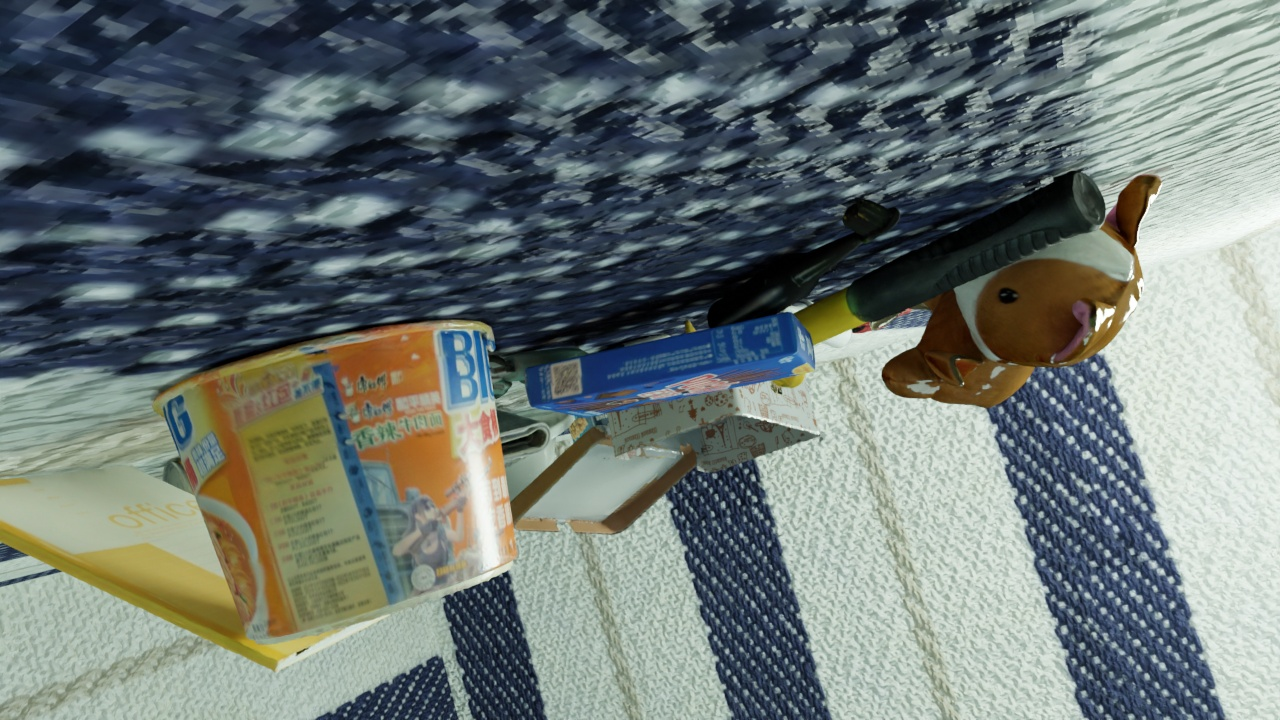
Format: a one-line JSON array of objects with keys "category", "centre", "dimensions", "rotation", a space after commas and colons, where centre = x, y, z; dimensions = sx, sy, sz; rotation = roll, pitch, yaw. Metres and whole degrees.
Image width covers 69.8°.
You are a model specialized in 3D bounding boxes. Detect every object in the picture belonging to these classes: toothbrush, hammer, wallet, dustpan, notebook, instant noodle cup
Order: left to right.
[{"category": "notebook", "centre": [-0.240, 0.102, 0.489], "dimensions": [0.206, 0.010, 0.145], "rotation": [21, -179, 11]}, {"category": "instant noodle cup", "centre": [-0.127, 0.055, 0.418], "dimensions": [0.151, 0.111, 0.151], "rotation": [-15, 175, -1]}, {"category": "wallet", "centre": [-0.142, 0.049, 0.633], "dimensions": [0.106, 0.037, 0.130], "rotation": [-10, -168, -38]}, {"category": "dustpan", "centre": [-0.197, 0.100, 0.948], "dimensions": [0.257, 0.142, 0.223], "rotation": [15, 163, -43]}, {"category": "toothbrush", "centre": [0.076, -0.043, 0.472], "dimensions": [0.027, 0.026, 0.213], "rotation": [28, 166, -6]}, {"category": "toothbrush", "centre": [0.132, -0.032, 0.718], "dimensions": [0.026, 0.026, 0.220], "rotation": [-26, 166, 20]}, {"category": "hammer", "centre": [0.139, -0.037, 0.570], "dimensions": [0.128, 0.032, 0.302], "rotation": [5, 161, -34]}]

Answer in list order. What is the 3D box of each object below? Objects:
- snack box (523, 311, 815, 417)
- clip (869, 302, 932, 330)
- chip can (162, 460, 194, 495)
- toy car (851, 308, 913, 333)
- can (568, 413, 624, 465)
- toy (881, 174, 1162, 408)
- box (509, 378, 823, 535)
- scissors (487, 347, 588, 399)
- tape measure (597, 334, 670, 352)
[{"category": "snack box", "centre": [0.020, 0.006, 0.542], "dimensions": [0.157, 0.026, 0.084], "rotation": [-12, 170, 16]}, {"category": "clip", "centre": [0.211, -0.050, 0.772], "dimensions": [0.096, 0.035, 0.101], "rotation": [-20, -177, -2]}, {"category": "chip can", "centre": [-0.230, 0.085, 0.680], "dimensions": [0.212, 0.072, 0.072], "rotation": [-10, 173, -40]}, {"category": "toy car", "centre": [0.215, -0.043, 0.879], "dimensions": [0.049, 0.031, 0.106], "rotation": [-12, 176, -25]}, {"category": "can", "centre": [-0.043, 0.089, 1.078], "dimensions": [0.075, 0.111, 0.075], "rotation": [-17, 174, -2]}, {"category": "toy", "centre": [0.244, -0.040, 0.605], "dimensions": [0.130, 0.140, 0.200], "rotation": [28, 162, -10]}, {"category": "box", "centre": [0.015, 0.078, 0.850], "dimensions": [0.262, 0.102, 0.178], "rotation": [-25, 157, 29]}, {"category": "scissors", "centre": [-0.069, 0.004, 0.569], "dimensions": [0.129, 0.019, 0.185], "rotation": [-14, 177, -18]}, {"category": "tape measure", "centre": [-0.004, 0.004, 0.690], "dimensions": [0.066, 0.033, 0.066], "rotation": [-14, 177, -12]}]
